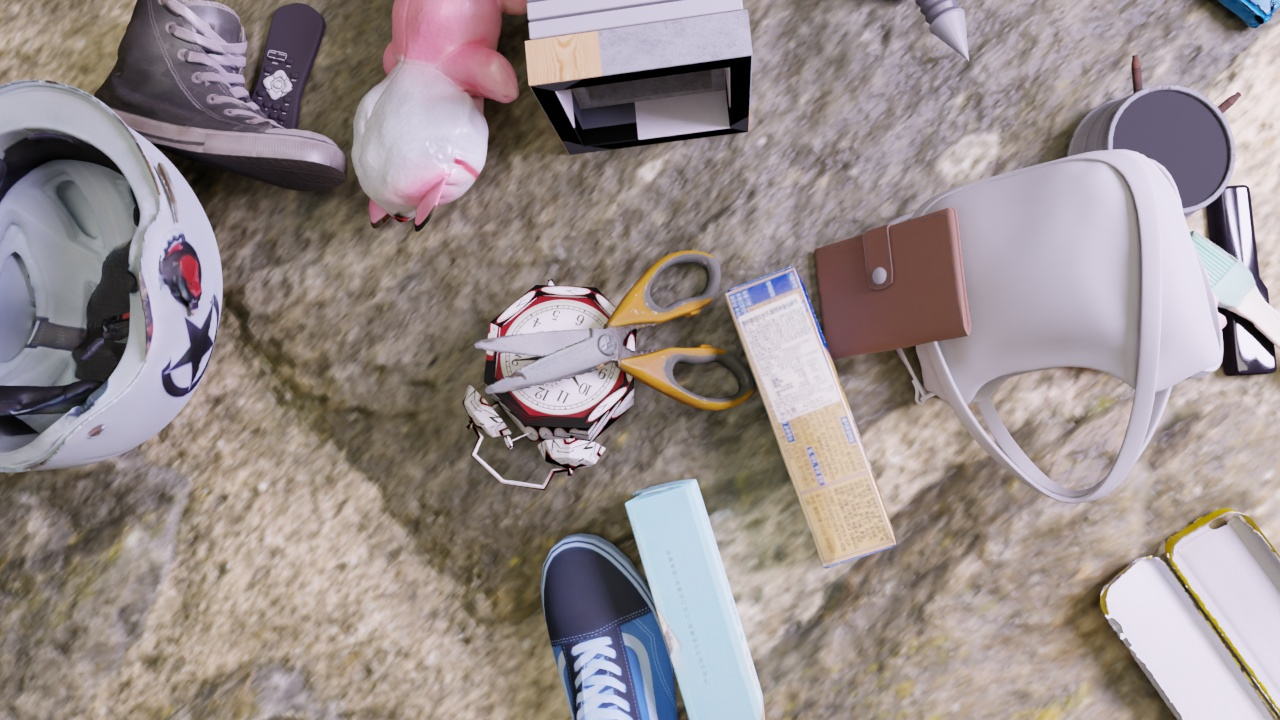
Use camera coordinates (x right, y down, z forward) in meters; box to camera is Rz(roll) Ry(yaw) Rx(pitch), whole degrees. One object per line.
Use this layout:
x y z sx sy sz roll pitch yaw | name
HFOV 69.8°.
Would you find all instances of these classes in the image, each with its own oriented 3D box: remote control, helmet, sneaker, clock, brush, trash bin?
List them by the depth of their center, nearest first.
0.457 -0.007 0.634 0.217 0.012 0.033 44 90 6 | brush
-0.014 0.240 0.637 0.083 0.098 0.241 -17 84 4 | sneaker
0.357 -0.130 0.649 0.104 0.056 0.147 20 83 -1 | clock
0.429 -0.058 0.656 0.032 0.015 0.136 -3 85 6 | remote control
-0.005 -0.298 0.659 0.142 0.142 0.247 -6 85 5 | trash bin
-0.409 -0.053 0.670 0.237 0.163 0.264 8 88 10 | helmet
-0.065 0.023 0.676 0.115 0.065 0.154 24 73 7 | clock
-0.312 -0.206 0.700 0.235 0.095 0.120 20 91 25 | sneaker
-0.293 -0.234 0.752 0.046 0.009 0.124 14 87 7 | remote control

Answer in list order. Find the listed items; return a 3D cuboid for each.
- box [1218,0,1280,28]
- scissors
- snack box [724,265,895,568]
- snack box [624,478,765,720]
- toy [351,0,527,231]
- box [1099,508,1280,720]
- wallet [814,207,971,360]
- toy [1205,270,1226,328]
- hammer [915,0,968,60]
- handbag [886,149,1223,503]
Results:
0.396 -0.351 0.668 0.093 0.048 0.231 -45 82 2 | box
-0.006 -0.001 0.637 0.224 0.016 0.162 -28 92 -36 | scissors
0.122 0.039 0.658 0.056 0.057 0.206 -20 82 14 | snack box
0.040 0.172 0.649 0.053 0.075 0.174 -17 84 5 | snack box
-0.156 -0.199 0.683 0.142 0.084 0.213 17 91 43 | toy
0.418 0.216 0.625 0.129 0.039 0.209 -32 84 -6 | box
0.172 -0.051 0.643 0.013 0.121 0.087 -1 83 -37 | wallet
0.357 -0.028 0.639 0.093 0.050 0.103 24 126 -13 | toy
0.166 -0.347 0.664 0.156 0.043 0.322 -21 72 4 | hammer
0.268 -0.015 0.622 0.216 0.095 0.222 -9 89 45 | handbag
